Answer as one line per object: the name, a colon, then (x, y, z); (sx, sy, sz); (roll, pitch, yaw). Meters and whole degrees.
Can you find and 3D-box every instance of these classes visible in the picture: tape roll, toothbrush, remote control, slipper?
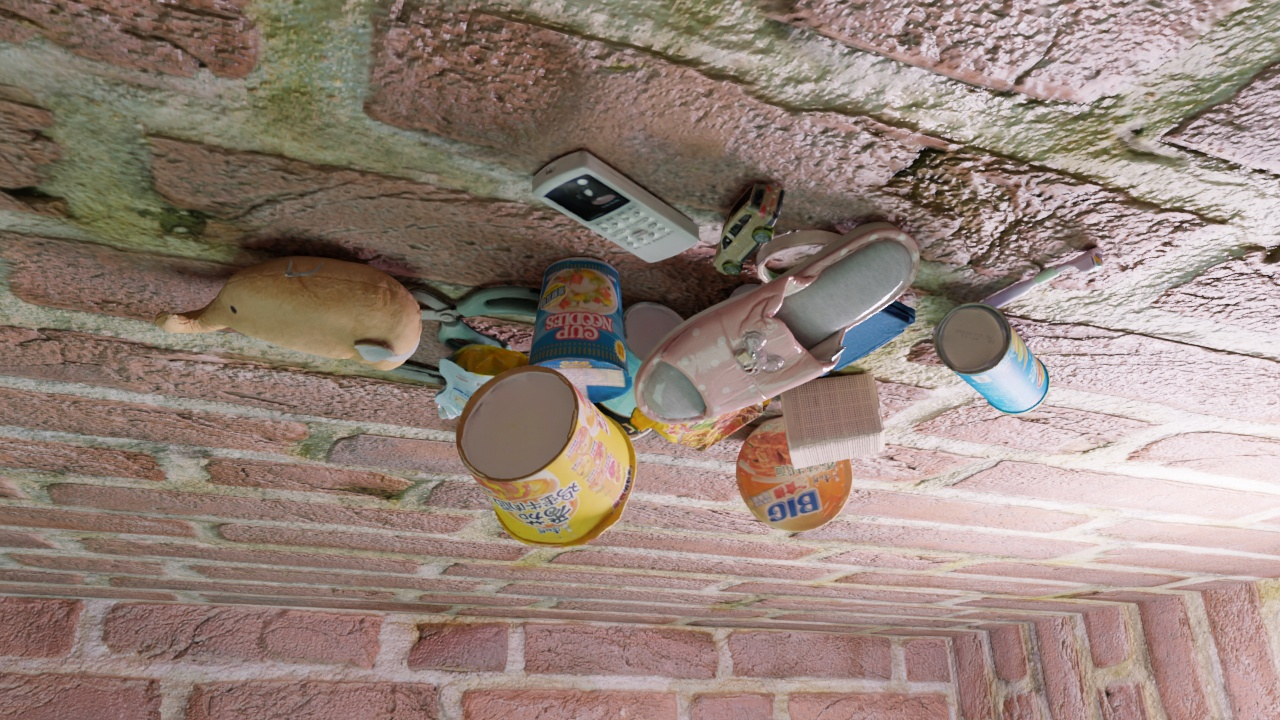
tape roll: (0.147, -0.088, 0.816); (0.086, 0.013, 0.086); (0, 156, 0)
toothbrush: (0.355, -0.060, 0.882); (0.021, 0.029, 0.190); (48, 144, -6)
remote control: (-0.017, -0.119, 0.734); (0.058, 0.021, 0.150); (-20, 151, 36)
slipper: (0.119, -0.022, 0.785); (0.274, 0.054, 0.114); (-31, 128, 5)

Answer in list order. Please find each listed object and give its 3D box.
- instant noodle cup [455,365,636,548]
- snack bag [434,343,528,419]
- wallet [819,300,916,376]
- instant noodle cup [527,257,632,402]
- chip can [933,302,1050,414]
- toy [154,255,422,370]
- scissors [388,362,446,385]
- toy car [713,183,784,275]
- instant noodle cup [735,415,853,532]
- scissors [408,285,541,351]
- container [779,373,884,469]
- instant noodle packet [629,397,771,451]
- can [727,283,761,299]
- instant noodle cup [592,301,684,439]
instant noodle cup: (-0.084, 0.076, 0.779); (0.138, 0.137, 0.110); (-8, 146, 15)
snack bag: (-0.172, 0.035, 1.019); (0.110, 0.038, 0.191); (0, 159, -14)
wallet: (0.192, -0.033, 0.914); (0.106, 0.040, 0.133); (21, 150, -23)
instant noodle cup: (-0.056, -0.029, 0.825); (0.099, 0.109, 0.099); (0, 156, 0)
chip can: (0.358, 0.002, 0.925); (0.071, 0.071, 0.210); (-15, 159, 29)
toy: (-0.310, -0.045, 0.821); (0.226, 0.082, 0.144); (9, 146, -16)
scissors: (-0.190, 0.024, 1.062); (0.193, 0.015, 0.207); (-6, 156, 15)
toy car: (0.084, -0.106, 0.742); (0.035, 0.042, 0.091); (27, 145, -8)
instant noodle cup: (0.198, 0.158, 1.227); (0.151, 0.151, 0.111); (-1, 165, 1)
scissors: (-0.147, -0.041, 0.910); (0.180, 0.019, 0.170); (-10, 154, 23)
container: (0.228, 0.070, 1.090); (0.111, 0.090, 0.090); (-10, 155, 11)
instant noodle packet: (0.062, 0.043, 0.896); (0.111, 0.044, 0.128); (-40, 147, 17)
can: (0.091, -0.019, 0.916); (0.058, 0.058, 0.147); (5, 155, -14)
instant noodle cup: (-0.005, 0.005, 0.922); (0.111, 0.111, 0.121); (9, 147, -21)
